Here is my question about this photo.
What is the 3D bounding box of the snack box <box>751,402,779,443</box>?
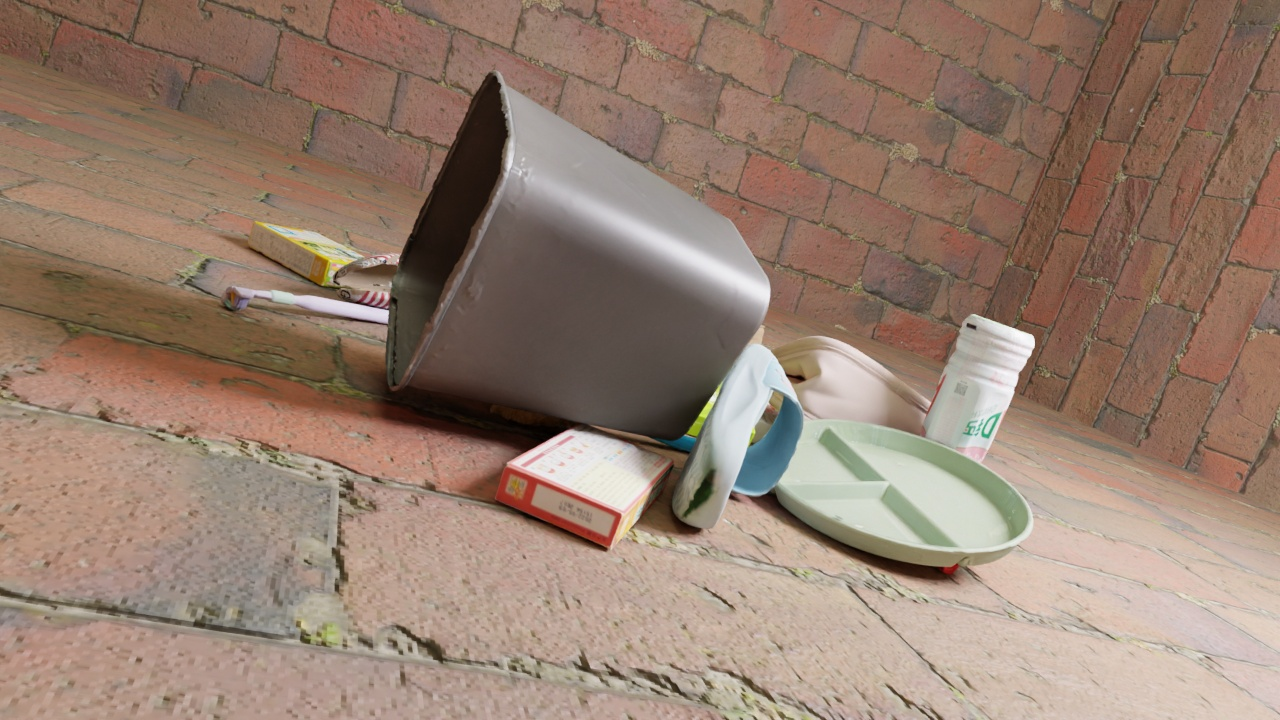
[{"bbox_3d":[0.123,0.060,1.012,0.084,0.027,0.157,16,11,-20],"label":"snack box"}]

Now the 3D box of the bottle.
[{"bbox_3d":[0.309,0.057,0.882,0.068,0.197,0.068,20,10,-4],"label":"bottle"}]

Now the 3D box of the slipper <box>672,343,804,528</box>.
[{"bbox_3d":[0.083,0.058,0.697,0.074,0.104,0.244,25,20,6],"label":"slipper"}]

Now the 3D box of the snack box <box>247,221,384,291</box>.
[{"bbox_3d":[-0.356,-0.114,1.018,0.140,0.034,0.086,23,10,30],"label":"snack box"}]

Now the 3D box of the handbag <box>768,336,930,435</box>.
[{"bbox_3d":[0.204,0.046,1.010,0.193,0.093,0.234,32,-3,-20],"label":"handbag"}]

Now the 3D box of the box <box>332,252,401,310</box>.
[{"bbox_3d":[-0.249,-0.065,0.931,0.075,0.076,0.163,-16,0,11],"label":"box"}]

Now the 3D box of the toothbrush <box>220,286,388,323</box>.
[{"bbox_3d":[-0.282,-0.046,0.820,0.029,0.021,0.189,-12,-10,31],"label":"toothbrush"}]

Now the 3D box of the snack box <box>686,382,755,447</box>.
[{"bbox_3d":[0.033,0.035,0.902,0.156,0.026,0.085,18,27,-9],"label":"snack box"}]

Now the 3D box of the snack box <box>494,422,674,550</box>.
[{"bbox_3d":[-0.030,0.077,0.605,0.077,0.027,0.155,22,10,11],"label":"snack box"}]

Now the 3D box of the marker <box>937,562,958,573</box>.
[{"bbox_3d":[0.216,0.139,0.781,0.017,0.017,0.145,15,11,-26],"label":"marker"}]

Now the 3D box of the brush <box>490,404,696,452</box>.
[{"bbox_3d":[-0.017,0.050,0.775,0.254,0.046,0.083,19,5,-29],"label":"brush"}]

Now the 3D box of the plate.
[{"bbox_3d":[0.210,0.108,0.778,0.230,0.027,0.230,9,20,-4],"label":"plate"}]

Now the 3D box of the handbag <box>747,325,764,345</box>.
[{"bbox_3d":[0.053,-0.028,1.175,0.204,0.100,0.148,13,1,-35],"label":"handbag"}]

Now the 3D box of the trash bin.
[{"bbox_3d":[-0.048,-0.059,0.670,0.219,0.199,0.198,21,26,-25],"label":"trash bin"}]
